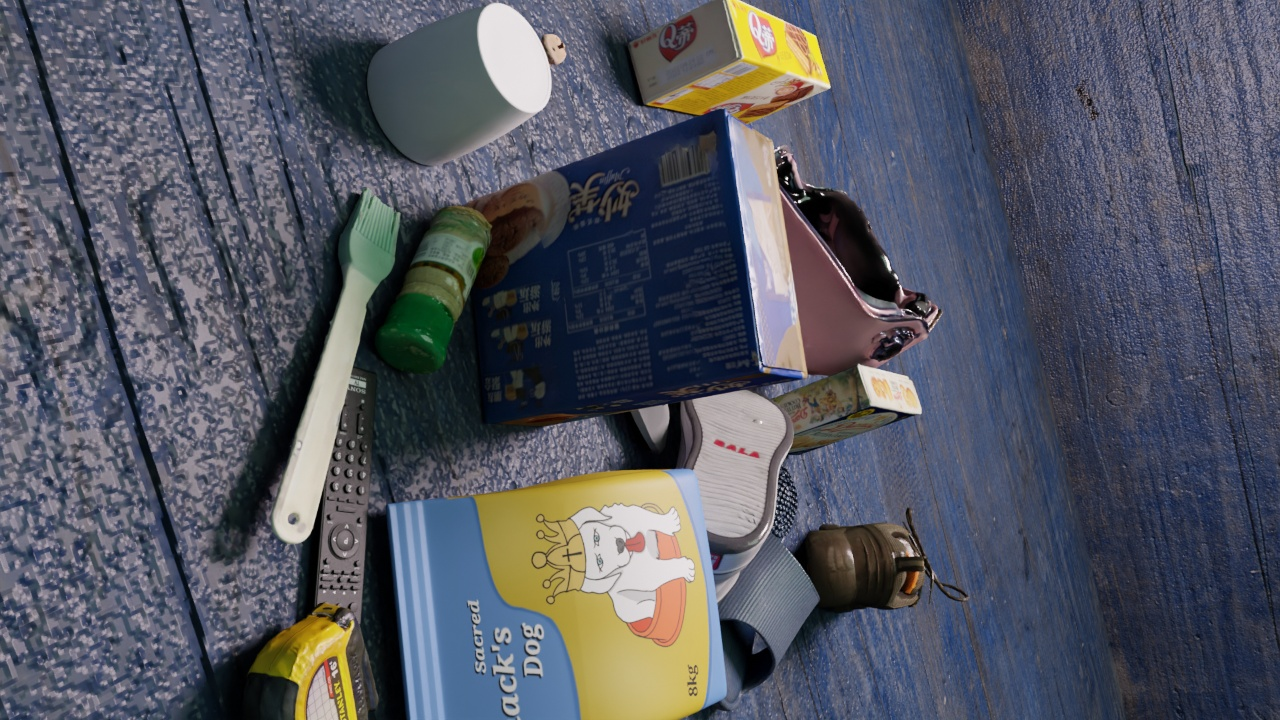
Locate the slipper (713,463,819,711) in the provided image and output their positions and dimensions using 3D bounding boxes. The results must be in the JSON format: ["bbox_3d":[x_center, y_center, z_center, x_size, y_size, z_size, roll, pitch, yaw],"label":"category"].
[{"bbox_3d":[0.115,0.182,0.817,0.101,0.083,0.262,57,37,-26],"label":"slipper"}]

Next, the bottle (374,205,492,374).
[{"bbox_3d":[-0.124,-0.045,0.559,0.043,0.043,0.110,48,41,-38],"label":"bottle"}]

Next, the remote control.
[{"bbox_3d":[-0.159,0.071,0.493,0.030,0.009,0.140,22,61,-53],"label":"remote control"}]

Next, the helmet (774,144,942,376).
[{"bbox_3d":[0.160,-0.081,0.889,0.230,0.153,0.255,57,22,15],"label":"helmet"}]

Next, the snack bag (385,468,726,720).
[{"bbox_3d":[-0.054,0.152,0.559,0.204,0.102,0.159,-1,80,-43],"label":"snack bag"}]

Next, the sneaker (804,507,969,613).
[{"bbox_3d":[0.255,0.205,0.943,0.238,0.143,0.101,34,49,-68],"label":"sneaker"}]

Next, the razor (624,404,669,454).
[{"bbox_3d":[-0.004,0.004,0.720,0.057,0.060,0.156,-64,152,-60],"label":"razor"}]

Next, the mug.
[{"bbox_3d":[-0.103,-0.179,0.591,0.114,0.088,0.081,-28,103,-57],"label":"mug"}]

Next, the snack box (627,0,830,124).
[{"bbox_3d":[0.095,-0.292,0.916,0.229,0.110,0.061,-15,89,-58],"label":"snack box"}]

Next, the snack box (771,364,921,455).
[{"bbox_3d":[0.180,0.053,0.896,0.144,0.145,0.042,9,62,-55],"label":"snack box"}]

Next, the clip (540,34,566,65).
[{"bbox_3d":[-0.079,-0.237,0.716,0.060,0.039,0.024,-78,147,-71],"label":"clip"}]

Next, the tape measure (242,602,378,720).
[{"bbox_3d":[-0.159,0.158,0.436,0.064,0.037,0.066,-48,133,-58],"label":"tape measure"}]

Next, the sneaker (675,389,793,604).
[{"bbox_3d":[0.061,0.110,0.756,0.262,0.097,0.129,-72,179,-61],"label":"sneaker"}]

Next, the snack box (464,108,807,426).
[{"bbox_3d":[-0.010,-0.048,0.583,0.069,0.203,0.155,5,75,-57],"label":"snack box"}]

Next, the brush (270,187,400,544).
[{"bbox_3d":[-0.163,-0.005,0.495,0.033,0.012,0.217,39,43,-42],"label":"brush"}]
